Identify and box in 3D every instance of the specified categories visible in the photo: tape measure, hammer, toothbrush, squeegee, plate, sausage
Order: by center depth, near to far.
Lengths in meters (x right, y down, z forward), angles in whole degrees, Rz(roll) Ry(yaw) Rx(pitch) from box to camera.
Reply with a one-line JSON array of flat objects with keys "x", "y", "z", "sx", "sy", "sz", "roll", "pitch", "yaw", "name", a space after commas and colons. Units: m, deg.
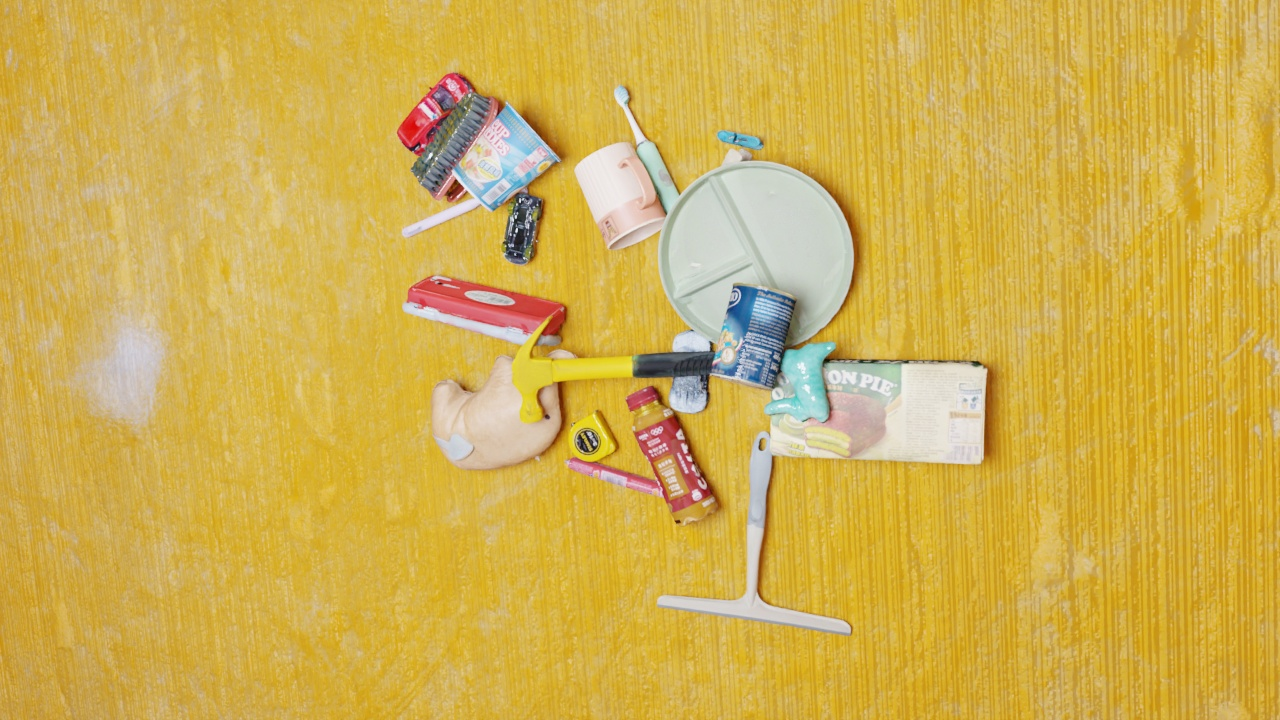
[{"x": 0.135, "y": -0.121, "z": 1.084, "sx": 0.230, "sy": 0.027, "sz": 0.230, "roll": 4, "pitch": 111, "yaw": 11, "name": "plate"}, {"x": -0.007, "y": 0.006, "z": 1.105, "sx": 0.301, "sy": 0.032, "sz": 0.129, "roll": -2, "pitch": 104, "yaw": 3, "name": "hammer"}, {"x": 0.019, "y": -0.234, "z": 1.127, "sx": 0.027, "sy": 0.026, "sz": 0.224, "roll": -29, "pitch": 86, "yaw": 59, "name": "toothbrush"}, {"x": 0.143, "y": 0.211, "z": 1.132, "sx": 0.247, "sy": 0.039, "sz": 0.246, "roll": 5, "pitch": 97, "yaw": 15, "name": "squeegee"}, {"x": -0.063, "y": 0.101, "z": 1.183, "sx": 0.057, "sy": 0.028, "sz": 0.060, "roll": -30, "pitch": 87, "yaw": 15, "name": "tape measure"}, {"x": -0.026, "y": 0.151, "z": 1.183, "sx": 0.156, "sy": 0.020, "sz": 0.020, "roll": 16, "pitch": 99, "yaw": 12, "name": "sausage"}, {"x": -0.234, "y": -0.200, "z": 1.205, "sx": 0.189, "sy": 0.021, "sz": 0.029, "roll": -19, "pitch": 92, "yaw": 18, "name": "toothbrush"}]

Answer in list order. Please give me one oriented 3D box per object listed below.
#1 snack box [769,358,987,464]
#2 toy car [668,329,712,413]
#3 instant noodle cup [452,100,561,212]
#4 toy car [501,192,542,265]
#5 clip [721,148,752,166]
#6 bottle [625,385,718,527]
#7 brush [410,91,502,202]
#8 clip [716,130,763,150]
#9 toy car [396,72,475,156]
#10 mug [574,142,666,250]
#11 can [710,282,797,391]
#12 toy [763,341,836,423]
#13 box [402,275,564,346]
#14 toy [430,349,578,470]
[{"x": 0.273, "y": 0.056, "z": 1.069, "sx": 0.240, "sy": 0.063, "sz": 0.114, "roll": 0, "pitch": 95, "yaw": 15, "name": "snack box"}, {"x": 0.062, "y": 0.014, "z": 1.139, "sx": 0.049, "sy": 0.031, "sz": 0.105, "roll": 5, "pitch": 95, "yaw": 13, "name": "toy car"}, {"x": -0.169, "y": -0.244, "z": 1.131, "sx": 0.110, "sy": 0.099, "sz": 0.099, "roll": -43, "pitch": 84, "yaw": 5, "name": "instant noodle cup"}, {"x": -0.149, "y": -0.167, "z": 1.176, "sx": 0.042, "sy": 0.035, "sz": 0.090, "roll": 16, "pitch": 102, "yaw": 15, "name": "toy car"}, {"x": 0.098, "y": -0.210, "z": 1.106, "sx": 0.034, "sy": 0.064, "sz": 0.098, "roll": 34, "pitch": 110, "yaw": 11, "name": "clip"}, {"x": 0.035, "y": 0.117, "z": 1.140, "sx": 0.057, "sy": 0.057, "sz": 0.175, "roll": -27, "pitch": 84, "yaw": 16, "name": "bottle"}, {"x": -0.225, "y": -0.272, "z": 1.171, "sx": 0.146, "sy": 0.069, "sz": 0.063, "roll": -52, "pitch": 42, "yaw": 11, "name": "brush"}, {"x": 0.119, "y": -0.264, "z": 1.099, "sx": 0.056, "sy": 0.041, "sz": 0.014, "roll": 16, "pitch": 97, "yaw": 16, "name": "clip"}, {"x": -0.266, "y": -0.319, "z": 1.188, "sx": 0.121, "sy": 0.045, "sz": 0.053, "roll": -44, "pitch": 85, "yaw": 13, "name": "toy car"}, {"x": -0.019, "y": -0.202, "z": 1.100, "sx": 0.081, "sy": 0.115, "sz": 0.106, "roll": -23, "pitch": 86, "yaw": -22, "name": "mug"}, {"x": 0.128, "y": -0.025, "z": 1.043, "sx": 0.075, "sy": 0.075, "sz": 0.111, "roll": 14, "pitch": 87, "yaw": 13, "name": "can"}, {"x": 0.183, "y": 0.030, "z": 1.043, "sx": 0.097, "sy": 0.030, "sz": 0.092, "roll": -13, "pitch": 87, "yaw": 21, "name": "toy"}, {"x": -0.202, "y": -0.051, "z": 1.176, "sx": 0.201, "sy": 0.090, "sz": 0.068, "roll": 14, "pitch": 115, "yaw": 13, "name": "box"}, {"x": -0.163, "y": 0.064, "z": 1.181, "sx": 0.226, "sy": 0.082, "sz": 0.143, "roll": -22, "pitch": 102, "yaw": 14, "name": "toy"}]
